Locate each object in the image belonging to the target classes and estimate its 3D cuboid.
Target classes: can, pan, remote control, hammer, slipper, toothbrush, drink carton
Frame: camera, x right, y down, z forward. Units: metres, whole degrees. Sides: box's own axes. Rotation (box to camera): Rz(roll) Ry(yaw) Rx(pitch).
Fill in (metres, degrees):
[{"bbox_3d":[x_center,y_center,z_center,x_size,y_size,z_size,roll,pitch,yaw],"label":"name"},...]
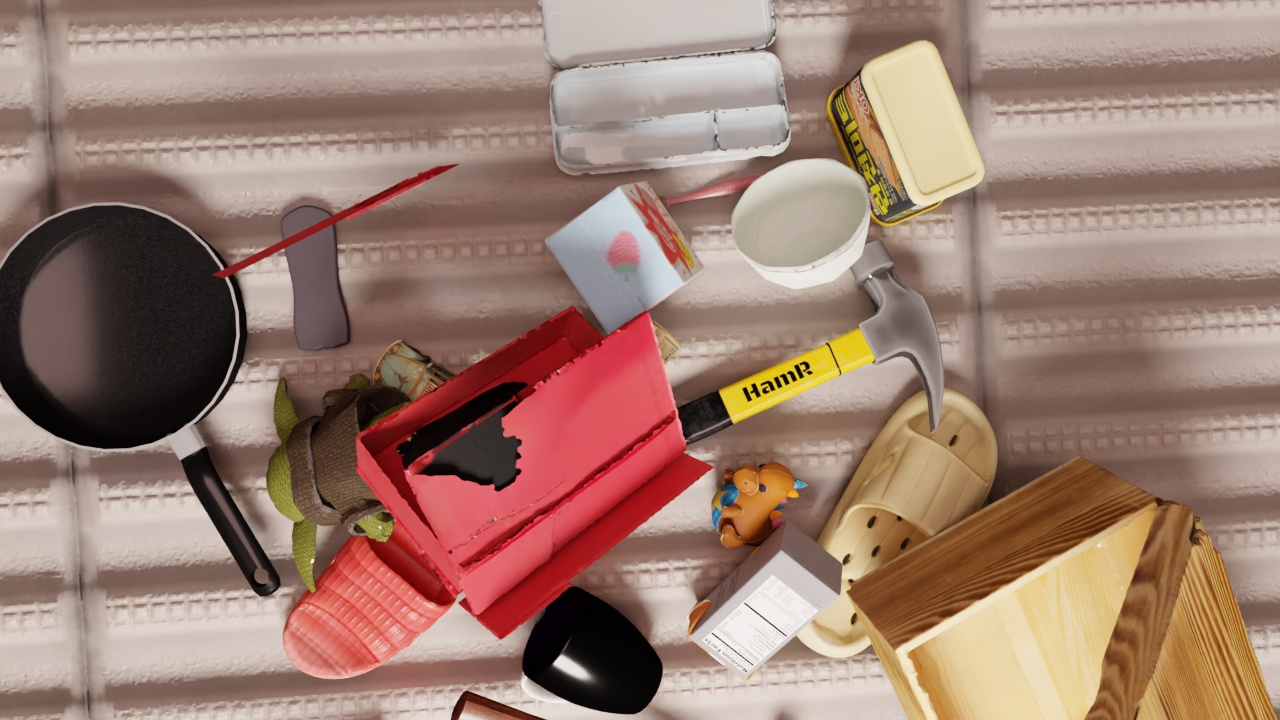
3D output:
[{"bbox_3d":[-0.005,0.005,0.792,0.038,0.038,0.079,41,89,-3],"label":"can"},{"bbox_3d":[-0.395,0.038,0.770,0.204,0.044,0.355,-30,92,-2],"label":"pan"},{"bbox_3d":[-0.280,-0.071,0.791,0.046,0.009,0.124,-7,91,-3],"label":"remote control"},{"bbox_3d":[0.103,0.032,0.788,0.324,0.034,0.169,-24,75,3],"label":"hammer"},{"bbox_3d":[0.226,0.147,0.788,0.111,0.079,0.261,34,90,-6],"label":"slipper"},{"bbox_3d":[0.080,-0.153,0.805,0.184,0.016,0.015,-14,91,-3],"label":"toothbrush"},{"bbox_3d":[-0.201,0.176,0.775,0.248,0.059,0.103,-45,92,-3],"label":"slipper"},{"bbox_3d":[-0.014,0.332,0.761,0.300,0.028,0.111,25,105,-18],"label":"hammer"},{"bbox_3d":[0.220,-0.187,0.768,0.072,0.101,0.131,-23,92,-3],"label":"can"},{"bbox_3d":[0.104,0.202,0.771,0.076,0.048,0.125,38,116,-2],"label":"drink carton"}]

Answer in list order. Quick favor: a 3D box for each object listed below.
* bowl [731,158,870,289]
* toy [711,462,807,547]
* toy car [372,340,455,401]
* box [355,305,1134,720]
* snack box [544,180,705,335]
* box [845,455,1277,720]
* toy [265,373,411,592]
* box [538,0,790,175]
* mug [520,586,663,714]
[{"bbox_3d":[0.140,-0.107,0.775,0.118,0.061,0.117,-13,54,18],"label":"bowl"},{"bbox_3d":[0.113,0.125,0.780,0.103,0.070,0.090,23,133,-16],"label":"toy"},{"bbox_3d":[-0.177,0.029,0.779,0.112,0.047,0.047,34,92,-3],"label":"toy car"},{"bbox_3d":[0.021,0.131,0.593,0.214,0.138,0.468,-33,53,-29],"label":"box"},{"bbox_3d":[-0.010,-0.086,0.752,0.080,0.094,0.093,-33,93,20],"label":"snack box"},{"bbox_3d":[0.365,0.265,0.676,0.269,0.264,0.279,-29,107,-4],"label":"box"},{"bbox_3d":[-0.236,0.083,0.744,0.153,0.078,0.179,-23,72,27],"label":"toy"},{"bbox_3d":[0.020,-0.259,0.796,0.209,0.038,0.190,-8,83,-3],"label":"box"},{"bbox_3d":[-0.046,0.262,0.780,0.100,0.084,0.119,36,120,-17],"label":"mug"}]
